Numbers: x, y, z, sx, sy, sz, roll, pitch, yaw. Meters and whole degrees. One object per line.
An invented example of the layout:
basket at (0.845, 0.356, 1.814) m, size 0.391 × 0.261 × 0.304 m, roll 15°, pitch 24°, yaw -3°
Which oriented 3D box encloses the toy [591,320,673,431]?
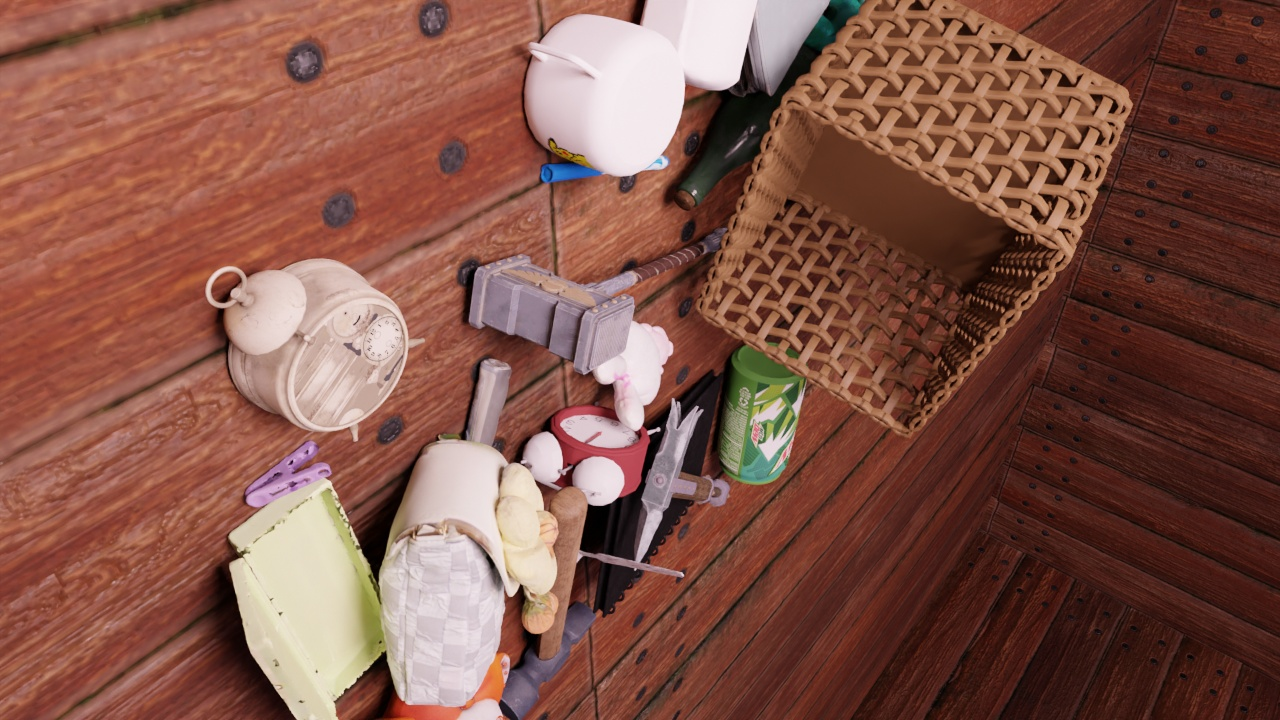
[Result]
toy at (-0.005, 0.005, 0.784) m, size 0.076 × 0.037 × 0.125 m, roll 68°, pitch 28°, yaw -19°

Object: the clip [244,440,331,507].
clip at (-0.209, 0.065, 0.547) m, size 0.050 × 0.045 × 0.014 m, roll -12°, pitch 137°, yaw 0°

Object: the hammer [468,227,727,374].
hammer at (0.005, -0.070, 0.722) m, size 0.321 × 0.098 × 0.044 m, roll -30°, pitch 138°, yaw -56°

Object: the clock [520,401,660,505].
clock at (-0.041, 0.077, 0.747) m, size 0.124 × 0.087 × 0.044 m, roll -31°, pitch 138°, yaw -59°

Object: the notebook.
notebook at (0.020, 0.128, 0.910) m, size 0.230 × 0.019 × 0.169 m, roll -42°, pitch 147°, yaw -55°

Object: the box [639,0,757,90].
box at (0.044, -0.267, 0.614) m, size 0.091 × 0.081 × 0.160 m, roll -7°, pitch 118°, yaw -47°

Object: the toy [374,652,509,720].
toy at (-0.168, 0.299, 0.725) m, size 0.172 × 0.093 × 0.164 m, roll -54°, pitch 148°, yaw -18°

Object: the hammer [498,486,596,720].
hammer at (-0.072, 0.200, 0.784) m, size 0.129 × 0.040 × 0.323 m, roll -45°, pitch 159°, yaw -35°

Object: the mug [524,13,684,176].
mug at (-0.026, -0.173, 0.586) m, size 0.115 × 0.068 × 0.094 m, roll 17°, pitch 99°, yaw -60°

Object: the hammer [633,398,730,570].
hammer at (0.053, 0.132, 0.919) m, size 0.316 × 0.028 × 0.147 m, roll 34°, pitch 74°, yaw -72°

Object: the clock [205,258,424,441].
clock at (-0.178, -0.011, 0.493) m, size 0.093 × 0.054 × 0.141 m, roll -58°, pitch 153°, yaw -9°

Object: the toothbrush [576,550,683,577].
toothbrush at (-0.023, 0.176, 0.790) m, size 0.010 × 0.182 × 0.010 m, roll -45°, pitch 112°, yaw -29°

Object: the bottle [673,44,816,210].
bottle at (0.085, -0.191, 0.764) m, size 0.174 × 0.055 × 0.055 m, roll -51°, pitch 149°, yaw -17°

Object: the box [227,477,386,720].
box at (-0.212, 0.175, 0.590) m, size 0.188 × 0.061 × 0.133 m, roll 85°, pitch 3°, yaw -45°

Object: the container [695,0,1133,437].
container at (0.217, -0.126, 0.765) m, size 0.213 × 0.219 × 0.252 m, roll -52°, pitch 169°, yaw -35°

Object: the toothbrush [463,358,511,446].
toothbrush at (-0.130, 0.086, 0.684) m, size 0.024 × 0.022 × 0.186 m, roll 10°, pitch 110°, yaw -25°

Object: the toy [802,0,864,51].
toy at (0.210, -0.300, 0.864) m, size 0.193 × 0.072 × 0.131 m, roll 9°, pitch 106°, yaw -50°

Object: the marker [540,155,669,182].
marker at (-0.022, -0.142, 0.676) m, size 0.141 × 0.013 × 0.013 m, roll -20°, pitch 130°, yaw -51°

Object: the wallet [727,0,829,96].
wallet at (0.104, -0.284, 0.720) m, size 0.131 × 0.054 × 0.100 m, roll -54°, pitch 152°, yaw -20°

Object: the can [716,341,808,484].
can at (0.132, 0.059, 1.012) m, size 0.082 × 0.083 × 0.144 m, roll -32°, pitch 138°, yaw -43°

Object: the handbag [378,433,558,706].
handbag at (-0.116, 0.153, 0.641) m, size 0.112 × 0.123 × 0.172 m, roll -100°, pitch -164°, yaw -63°
